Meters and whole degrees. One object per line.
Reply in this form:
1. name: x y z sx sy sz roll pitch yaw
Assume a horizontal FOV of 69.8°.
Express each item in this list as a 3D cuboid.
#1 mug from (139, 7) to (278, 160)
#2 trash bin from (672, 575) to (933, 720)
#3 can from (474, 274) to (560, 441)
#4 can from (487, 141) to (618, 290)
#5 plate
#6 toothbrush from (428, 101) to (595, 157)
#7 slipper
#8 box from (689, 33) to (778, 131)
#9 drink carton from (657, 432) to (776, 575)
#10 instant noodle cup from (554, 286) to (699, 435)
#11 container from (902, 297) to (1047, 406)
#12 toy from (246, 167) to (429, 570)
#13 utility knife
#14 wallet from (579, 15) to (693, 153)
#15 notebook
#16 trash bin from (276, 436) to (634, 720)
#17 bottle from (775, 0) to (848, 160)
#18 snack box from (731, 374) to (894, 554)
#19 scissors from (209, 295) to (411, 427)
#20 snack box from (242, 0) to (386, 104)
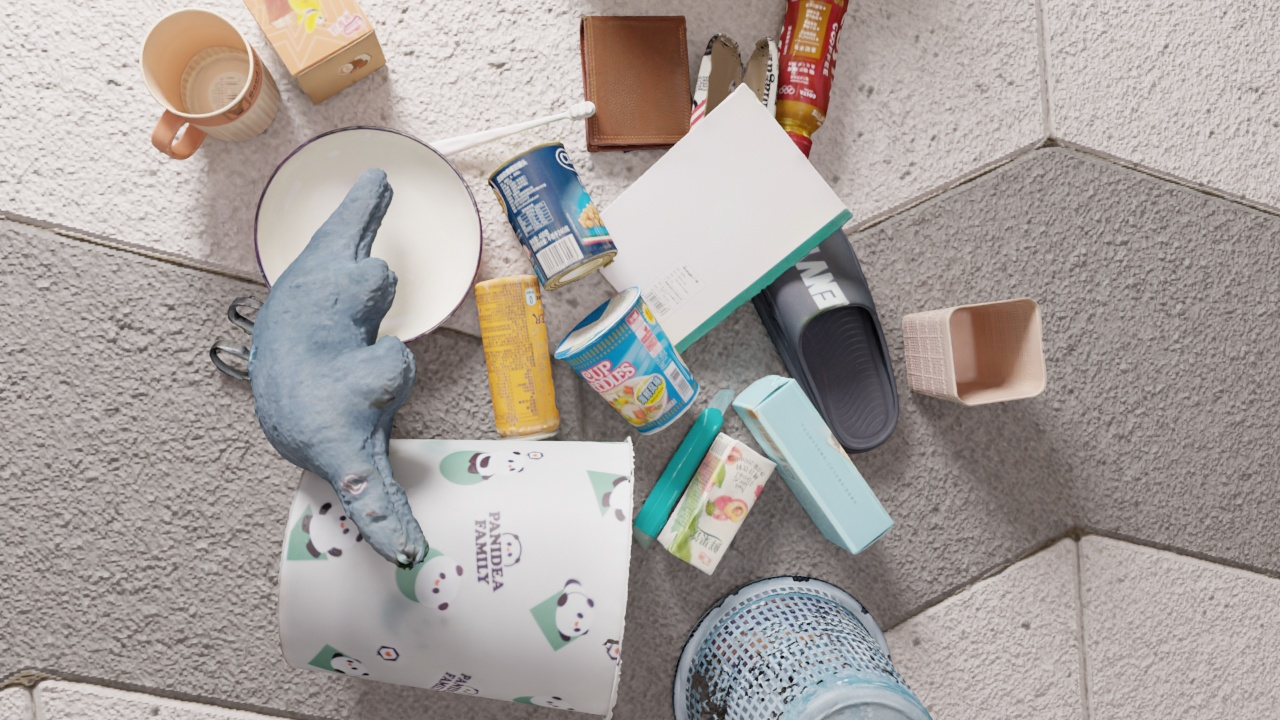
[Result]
1. mug: -0.355 -0.215 0.751 0.081 0.106 0.114 30 87 -9
2. trash bin: 0.156 0.325 0.811 0.226 0.195 0.226 0 92 -9
3. can: -0.110 -0.002 0.824 0.058 0.058 0.146 -9 94 -9
4. can: -0.076 -0.125 0.808 0.075 0.075 0.111 -27 88 -8
5. plate: -0.236 -0.107 0.809 0.192 0.039 0.192 0 92 -10
6. toothbrush: -0.127 -0.203 0.819 0.180 0.016 0.016 -15 96 3
7. slipper: 0.182 -0.036 0.860 0.110 0.083 0.268 -25 97 -10
8. box: 0.095 -0.214 0.839 0.086 0.076 0.163 7 90 27
9. drink carton: 0.070 0.134 0.864 0.053 0.045 0.122 31 88 -21
10. instant noodle cup: -0.005 0.005 0.828 0.099 0.099 0.110 -41 105 -6
11. container: 0.307 -0.009 0.865 0.090 0.111 0.090 -8 93 -10
12. toy: -0.228 0.003 0.690 0.138 0.091 0.355 -23 57 8
13. utility knife: 0.041 0.101 0.875 0.029 0.013 0.174 33 87 -12
14. wallet: -0.003 -0.256 0.847 0.101 0.032 0.124 -5 94 -12
15. notebook: 0.061 -0.119 0.823 0.209 0.012 0.150 -39 97 20
16. trash bin: -0.141 0.166 0.749 0.252 0.229 0.229 5 91 -5
17. bottle: 0.154 -0.274 0.858 0.057 0.057 0.175 11 90 -10
18. snack box: 0.160 0.096 0.864 0.051 0.074 0.175 -36 97 -6
19. scissors: -0.294 0.010 0.805 0.163 0.014 0.165 -12 124 11
20. snack box: -0.275 -0.284 0.768 0.077 0.093 0.094 -33 96 -7
